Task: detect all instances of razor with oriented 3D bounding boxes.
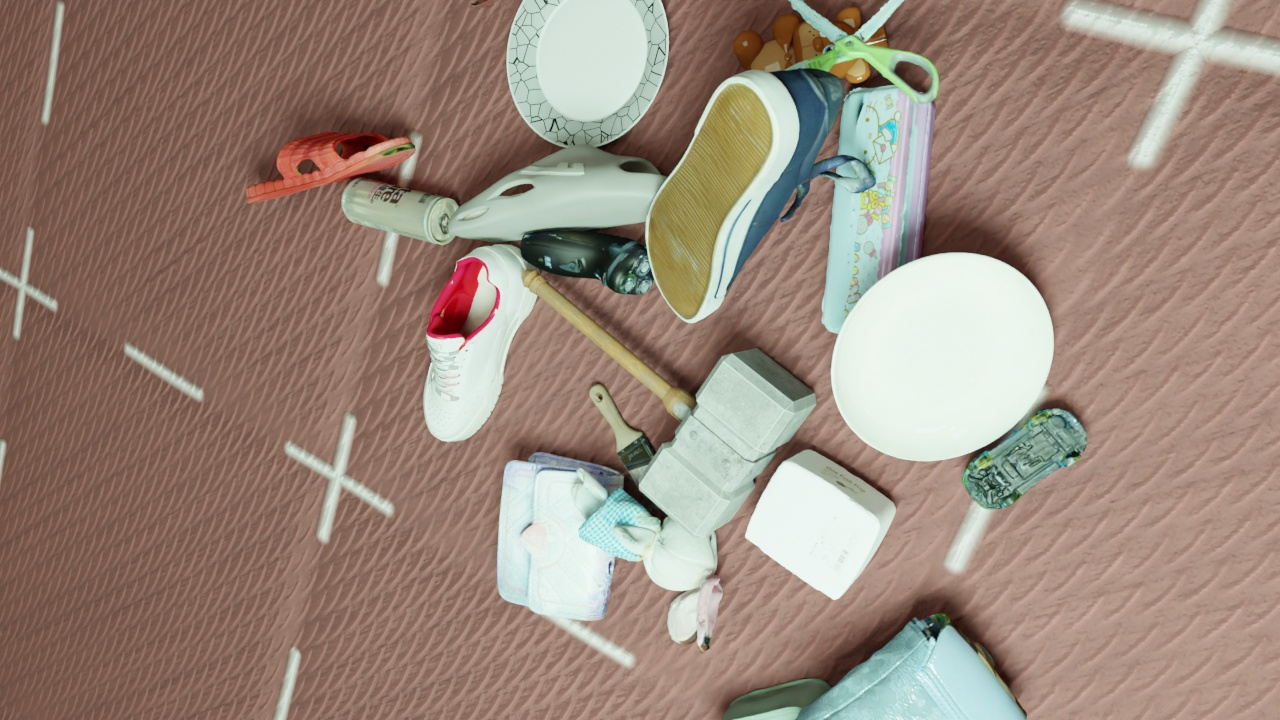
[{"bbox_3d":[-0.056,-0.098,0.919,0.140,0.063,0.053,10,130,14],"label":"razor"}]

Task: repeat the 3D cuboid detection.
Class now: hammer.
[{"bbox_3d":[-0.005,0.006,0.898,0.318,0.082,0.163,40,112,19],"label":"hammer"}]

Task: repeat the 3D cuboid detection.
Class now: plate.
[{"bbox_3d":[0.244,-0.005,0.758,0.182,0.034,0.182,-1,113,-3],"label":"plate"},{"bbox_3d":[-0.053,-0.310,0.929,0.189,0.016,0.188,3,97,28],"label":"plate"}]

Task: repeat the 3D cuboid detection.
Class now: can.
[{"bbox_3d":[-0.273,-0.170,1.039,0.136,0.054,0.054,16,102,26],"label":"can"}]

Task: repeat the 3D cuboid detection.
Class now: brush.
[{"bbox_3d":[-0.009,0.089,0.949,0.039,0.012,0.151,-37,78,26],"label":"brush"}]

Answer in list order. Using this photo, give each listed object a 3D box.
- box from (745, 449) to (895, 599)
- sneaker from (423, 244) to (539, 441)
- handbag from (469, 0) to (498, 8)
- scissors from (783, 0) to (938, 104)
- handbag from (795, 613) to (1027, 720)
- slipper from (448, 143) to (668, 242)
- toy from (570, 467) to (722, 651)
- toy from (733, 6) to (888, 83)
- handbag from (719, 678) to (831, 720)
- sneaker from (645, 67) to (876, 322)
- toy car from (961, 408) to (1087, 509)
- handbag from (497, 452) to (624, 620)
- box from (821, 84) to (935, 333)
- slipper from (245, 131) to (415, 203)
[{"bbox_3d":[0.173,0.146,0.848,0.107,0.091,0.103,34,117,26],"label":"box"},{"bbox_3d":[-0.197,-0.014,0.986,0.090,0.104,0.237,35,110,20],"label":"sneaker"},{"bbox_3d":[-0.137,-0.408,0.961,0.120,0.029,0.055,-26,81,32],"label":"handbag"},{"bbox_3d":[0.173,-0.260,0.759,0.172,0.021,0.171,-46,63,7],"label":"scissors"},{"bbox_3d":[0.222,0.309,0.788,0.192,0.118,0.122,-41,85,5],"label":"handbag"},{"bbox_3d":[-0.081,-0.174,0.917,0.266,0.112,0.080,-6,81,34],"label":"slipper"},{"bbox_3d":[0.013,0.178,0.906,0.205,0.131,0.105,45,70,5],"label":"toy"},{"bbox_3d":[0.149,-0.266,0.802,0.128,0.065,0.095,-11,82,23],"label":"toy"},{"bbox_3d":[0.137,0.372,0.871,0.122,0.067,0.106,-25,84,27],"label":"handbag"},{"bbox_3d":[0.098,-0.138,0.800,0.120,0.127,0.295,55,149,17],"label":"sneaker"},{"bbox_3d":[0.319,0.082,0.763,0.105,0.032,0.048,-43,75,19],"label":"toy car"},{"bbox_3d":[-0.085,0.185,0.970,0.127,0.069,0.158,9,97,25],"label":"handbag"},{"bbox_3d":[0.202,-0.126,0.795,0.078,0.065,0.214,10,100,40],"label":"box"},{"bbox_3d":[-0.370,-0.231,1.058,0.249,0.103,0.059,-7,106,30],"label":"slipper"}]
